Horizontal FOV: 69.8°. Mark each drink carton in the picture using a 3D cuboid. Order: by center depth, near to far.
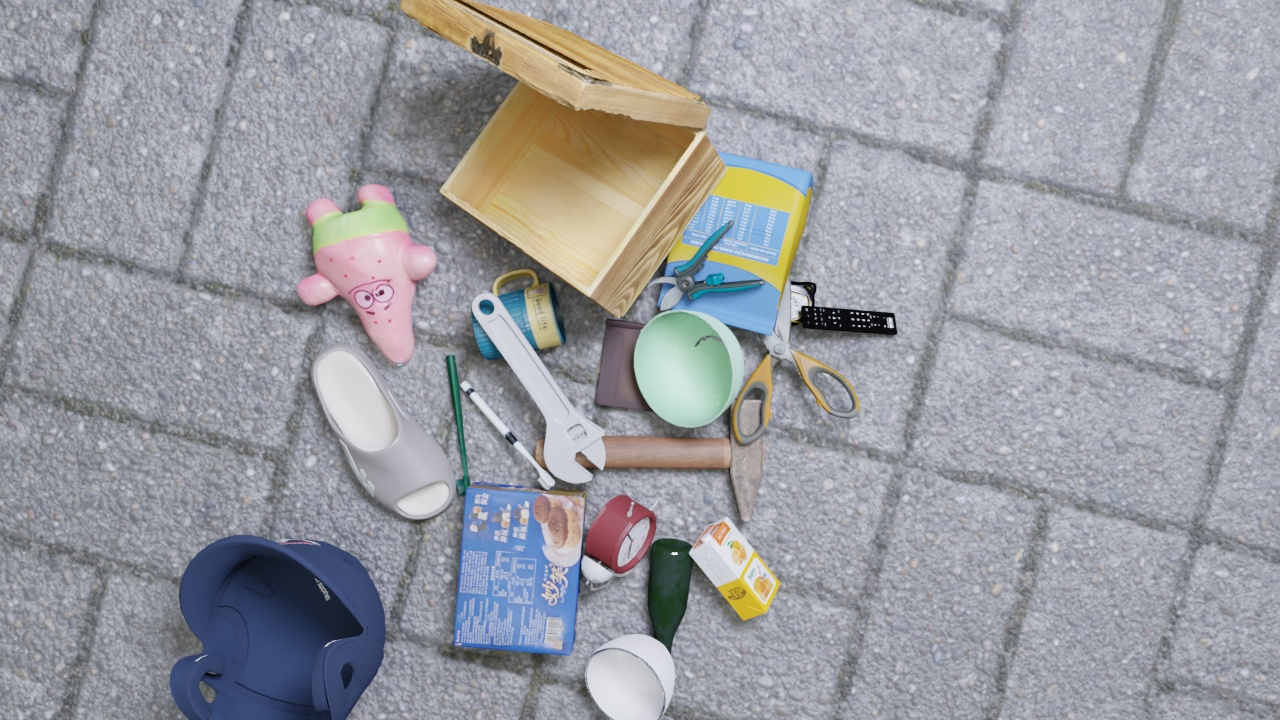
[{"bbox_3d":[0.120,0.266,1.183,0.040,0.058,0.122,-34,98,39],"label":"drink carton"}]

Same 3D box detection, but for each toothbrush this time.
[{"bbox_3d":[-0.177,0.098,1.205,0.187,0.012,0.017,47,125,13],"label":"toothbrush"},{"bbox_3d":[-0.245,0.087,1.223,0.017,0.016,0.190,-7,90,5],"label":"toothbrush"}]

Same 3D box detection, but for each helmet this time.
[{"bbox_3d":[-0.430,0.315,1.119,0.232,0.222,0.272,-10,120,15],"label":"helmet"}]

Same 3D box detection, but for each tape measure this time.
[{"bbox_3d":[0.197,-0.076,1.205,0.062,0.034,0.061,9,88,3],"label":"tape measure"}]

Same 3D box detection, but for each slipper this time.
[{"bbox_3d":[-0.344,0.095,1.192,0.113,0.080,0.266,-32,90,-2],"label":"slipper"}]

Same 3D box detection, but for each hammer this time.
[{"bbox_3d":[0.010,0.129,1.208,0.301,0.037,0.158,1,90,1],"label":"hammer"}]

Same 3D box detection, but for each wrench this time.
[{"bbox_3d":[-0.134,0.037,1.158,0.087,0.018,0.273,-33,100,10],"label":"wrench"}]

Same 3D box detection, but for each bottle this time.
[{"bbox_3d":[0.035,0.324,1.201,0.055,0.055,0.174,5,98,1],"label":"bottle"}]

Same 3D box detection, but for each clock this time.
[{"bbox_3d":[-0.028,0.233,1.177,0.048,0.096,0.138,27,101,29],"label":"clock"}]

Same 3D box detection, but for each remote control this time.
[{"bbox_3d":[0.271,-0.052,1.189,0.140,0.009,0.030,3,72,-20],"label":"remote control"}]

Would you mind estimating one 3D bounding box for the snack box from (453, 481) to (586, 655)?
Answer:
[{"bbox_3d":[-0.155,0.268,1.195,0.155,0.069,0.202,4,90,1],"label":"snack box"}]

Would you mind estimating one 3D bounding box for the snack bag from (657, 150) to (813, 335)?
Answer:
[{"bbox_3d":[0.119,-0.149,1.163,0.159,0.102,0.205,16,93,12],"label":"snack bag"}]

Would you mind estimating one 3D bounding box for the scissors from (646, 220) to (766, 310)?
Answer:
[{"bbox_3d":[0.081,-0.114,1.133,0.154,0.019,0.125,7,113,15],"label":"scissors"}]

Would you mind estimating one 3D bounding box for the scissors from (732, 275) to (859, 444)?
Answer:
[{"bbox_3d":[0.193,0.006,1.178,0.216,0.016,0.225,12,87,3],"label":"scissors"}]

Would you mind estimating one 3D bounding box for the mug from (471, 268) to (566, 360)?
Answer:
[{"bbox_3d":[-0.160,-0.063,1.194,0.107,0.083,0.113,-14,68,4],"label":"mug"}]

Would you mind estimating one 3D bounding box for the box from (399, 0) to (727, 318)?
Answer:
[{"bbox_3d":[-0.096,-0.274,1.029,0.279,0.323,0.284,35,88,29],"label":"box"}]

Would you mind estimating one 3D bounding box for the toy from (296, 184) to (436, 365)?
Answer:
[{"bbox_3d":[-0.348,-0.106,1.188,0.192,0.096,0.237,-16,98,9],"label":"toy"}]

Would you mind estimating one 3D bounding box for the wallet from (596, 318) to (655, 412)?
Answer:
[{"bbox_3d":[-0.007,0.007,1.219,0.091,0.018,0.115,8,89,1],"label":"wallet"}]

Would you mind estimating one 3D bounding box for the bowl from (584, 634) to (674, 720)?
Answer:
[{"bbox_3d":[-0.006,0.405,1.179,0.116,0.065,0.116,9,109,26],"label":"bowl"}]

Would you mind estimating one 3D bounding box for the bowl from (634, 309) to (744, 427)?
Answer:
[{"bbox_3d":[0.072,0.004,1.162,0.151,0.076,0.151,11,108,36],"label":"bowl"}]
